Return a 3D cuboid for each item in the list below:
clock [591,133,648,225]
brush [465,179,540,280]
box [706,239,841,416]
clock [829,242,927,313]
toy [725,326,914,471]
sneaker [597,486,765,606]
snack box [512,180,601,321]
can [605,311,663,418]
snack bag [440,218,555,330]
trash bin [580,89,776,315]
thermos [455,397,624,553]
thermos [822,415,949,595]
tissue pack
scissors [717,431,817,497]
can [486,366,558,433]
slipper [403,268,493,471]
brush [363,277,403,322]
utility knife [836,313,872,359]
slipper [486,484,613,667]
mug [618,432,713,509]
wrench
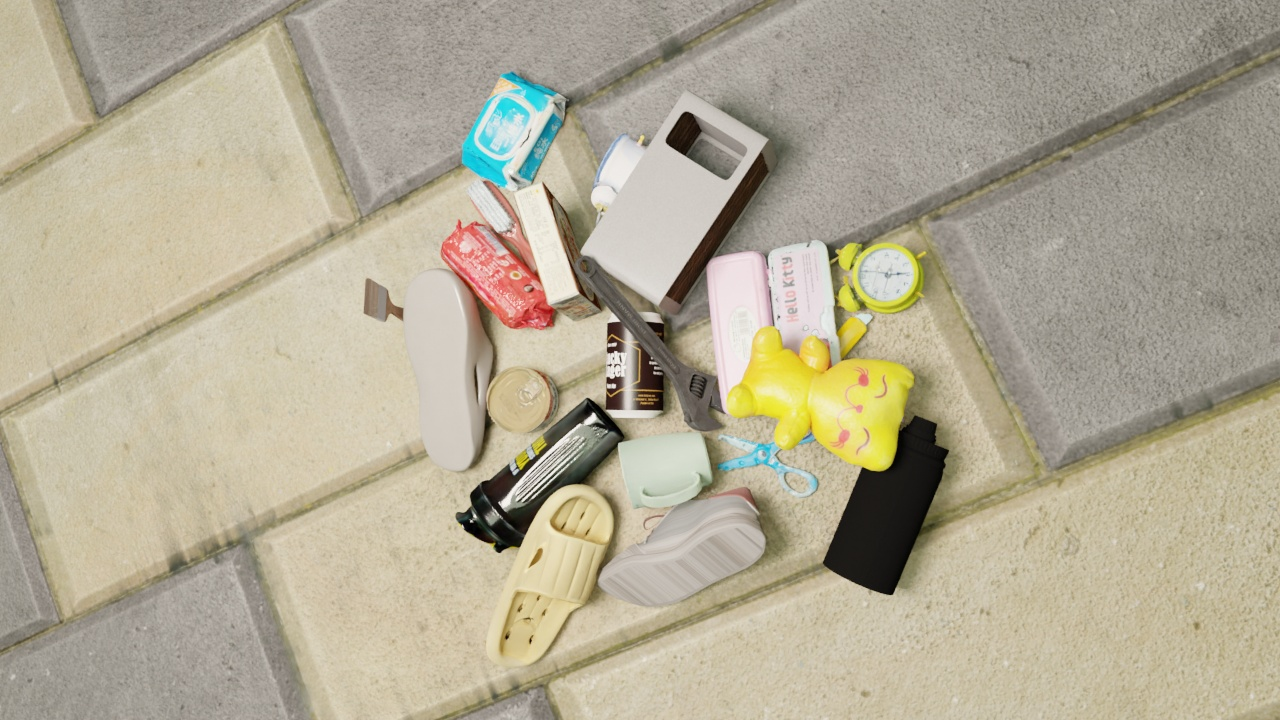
[{"bbox_3d":[-0.027,-0.221,1.146,0.052,0.089,0.125,28,93,6],"label":"clock"},{"bbox_3d":[-0.172,-0.170,1.206,0.041,0.030,0.172,-39,80,9],"label":"brush"},{"bbox_3d":[0.161,-0.037,1.107,0.153,0.037,0.201,-8,86,23],"label":"box"},{"bbox_3d":[0.278,-0.098,1.085,0.119,0.057,0.083,0,89,20],"label":"clock"},{"bbox_3d":[0.199,0.047,1.034,0.194,0.087,0.134,16,76,9],"label":"toy"},{"bbox_3d":[0.050,0.220,1.116,0.237,0.089,0.099,-28,119,28],"label":"sneaker"},{"bbox_3d":[-0.101,-0.129,1.128,0.041,0.147,0.143,-20,82,5],"label":"snack box"},{"bbox_3d":[-0.007,0.007,1.138,0.072,0.072,0.128,0,87,13],"label":"can"},{"bbox_3d":[-0.185,-0.106,1.180,0.176,0.082,0.082,45,97,12],"label":"snack bag"},{"bbox_3d":[0.049,-0.186,1.112,0.114,0.114,0.229,35,95,12],"label":"trash bin"},{"bbox_3d":[-0.122,0.147,1.152,0.221,0.098,0.098,-43,79,2],"label":"thermos"},{"bbox_3d":[0.287,0.159,1.054,0.086,0.086,0.198,22,92,13],"label":"thermos"},{"bbox_3d":[-0.165,-0.296,1.194,0.093,0.061,0.144,30,94,12],"label":"tissue pack"},{"bbox_3d":[0.160,0.105,1.126,0.140,0.013,0.118,21,93,15],"label":"scissors"},{"bbox_3d":[-0.151,0.051,1.184,0.086,0.043,0.086,-1,88,13],"label":"can"},{"bbox_3d":[-0.238,0.010,1.198,0.113,0.080,0.266,2,103,33],"label":"slipper"},{"bbox_3d":[-0.317,-0.064,1.177,0.008,0.143,0.045,-2,78,11],"label":"brush"},{"bbox_3d":[0.224,0.005,1.111,0.030,0.017,0.159,40,100,7],"label":"utility knife"},{"bbox_3d":[-0.103,0.280,1.125,0.262,0.111,0.079,-63,35,10],"label":"slipper"},{"bbox_3d":[0.033,0.137,1.105,0.104,0.111,0.084,-13,117,3],"label":"mug"},{"bbox_3d":[0.014,-0.019,1.097,0.273,0.018,0.073,48,58,-17],"label":"wrench"}]
